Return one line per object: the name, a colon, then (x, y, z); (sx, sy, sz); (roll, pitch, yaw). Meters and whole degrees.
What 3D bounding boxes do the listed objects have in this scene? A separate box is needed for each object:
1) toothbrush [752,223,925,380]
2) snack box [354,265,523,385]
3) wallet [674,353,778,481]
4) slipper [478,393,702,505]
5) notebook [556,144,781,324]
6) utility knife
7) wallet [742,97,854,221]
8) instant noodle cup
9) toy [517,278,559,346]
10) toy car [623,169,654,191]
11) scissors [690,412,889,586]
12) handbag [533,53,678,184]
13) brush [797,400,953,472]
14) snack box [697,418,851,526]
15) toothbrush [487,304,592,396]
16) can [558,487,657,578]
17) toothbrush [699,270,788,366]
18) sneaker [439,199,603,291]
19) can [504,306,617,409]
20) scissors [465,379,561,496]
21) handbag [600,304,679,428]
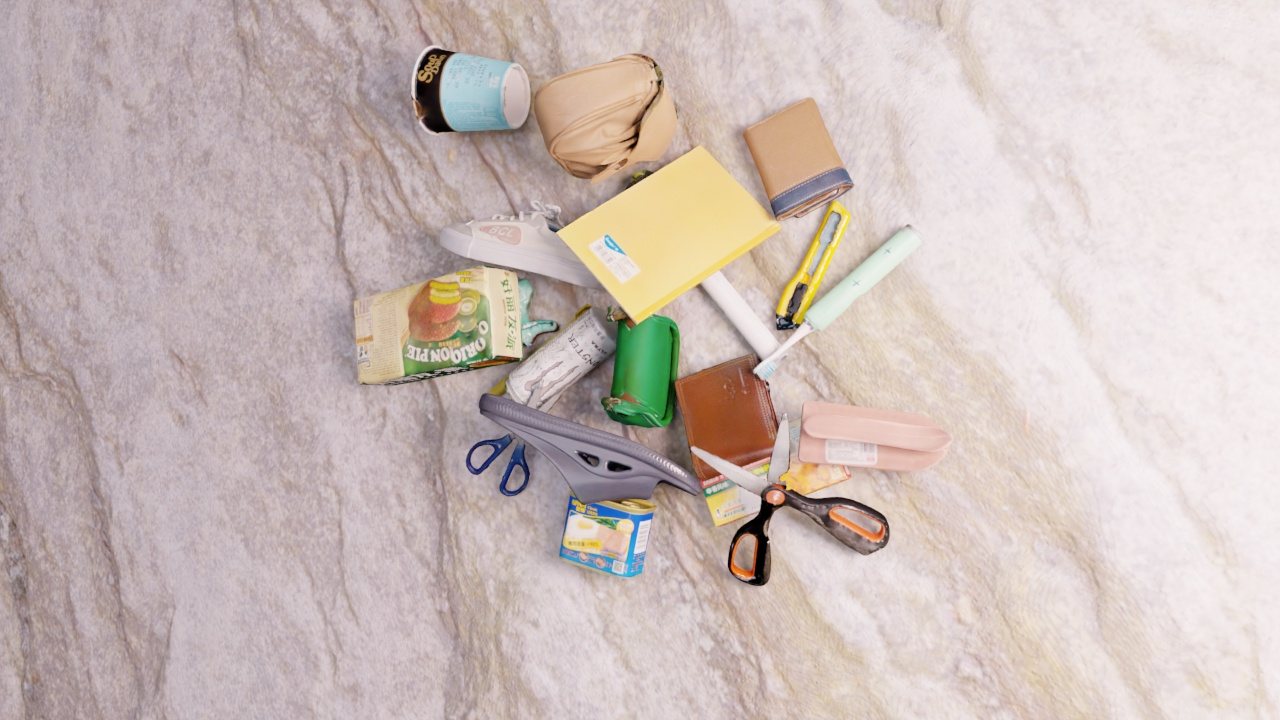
toothbrush: (0.204, -0.060, 0.964); (0.225, 0.026, 0.027); (-42, 82, 9)
snack box: (-0.257, -0.039, 1.148); (0.241, 0.063, 0.114); (-11, 82, 33)
wallet: (0.097, 0.061, 0.997); (0.101, 0.032, 0.124); (-23, 58, 19)
slipper: (-0.064, 0.114, 1.017); (0.268, 0.111, 0.083); (20, 83, 9)
notebook: (0.032, -0.144, 1.011); (0.206, 0.010, 0.146); (-35, 69, -18)
utility knife: (0.185, -0.101, 0.996); (0.033, 0.015, 0.154); (27, 97, 21)
wallet: (0.170, -0.220, 1.005); (0.090, 0.033, 0.115); (-25, 75, 18)
instant noodle cup: (-0.207, -0.334, 1.152); (0.120, 0.111, 0.111); (10, 90, 17)
toy: (-0.147, -0.057, 1.139); (0.096, 0.030, 0.092); (-5, 89, 17)
toy car: (-0.006, -0.180, 1.079); (0.043, 0.036, 0.091); (47, 108, 22)
scissors: (0.147, 0.152, 0.934); (0.221, 0.021, 0.235); (14, 123, 0)
handbag: (-0.032, -0.258, 1.011); (0.148, 0.204, 0.100); (-22, 88, 8)
brush: (0.232, 0.078, 0.913); (0.146, 0.073, 0.063); (6, 75, 9)
snack box: (0.140, 0.118, 0.992); (0.156, 0.027, 0.077); (-25, 74, 21)
toothbrush: (-0.127, -0.004, 1.129); (0.190, 0.015, 0.016); (-40, 28, 17)
can: (-0.039, 0.196, 1.053); (0.102, 0.057, 0.083); (12, 93, 25)
toothbrush: (0.088, -0.081, 1.032); (0.026, 0.026, 0.221); (-40, 71, 7)
sneaker: (-0.140, -0.153, 1.105); (0.242, 0.089, 0.091); (16, 94, 27)
can: (-0.091, 0.000, 1.091); (0.147, 0.058, 0.058); (-37, 72, 17)
scissors: (-0.140, 0.099, 1.101); (0.171, 0.012, 0.140); (-21, 107, 21)
handbag: (-0.006, 0.006, 1.017); (0.068, 0.120, 0.131); (3, 79, 23)
